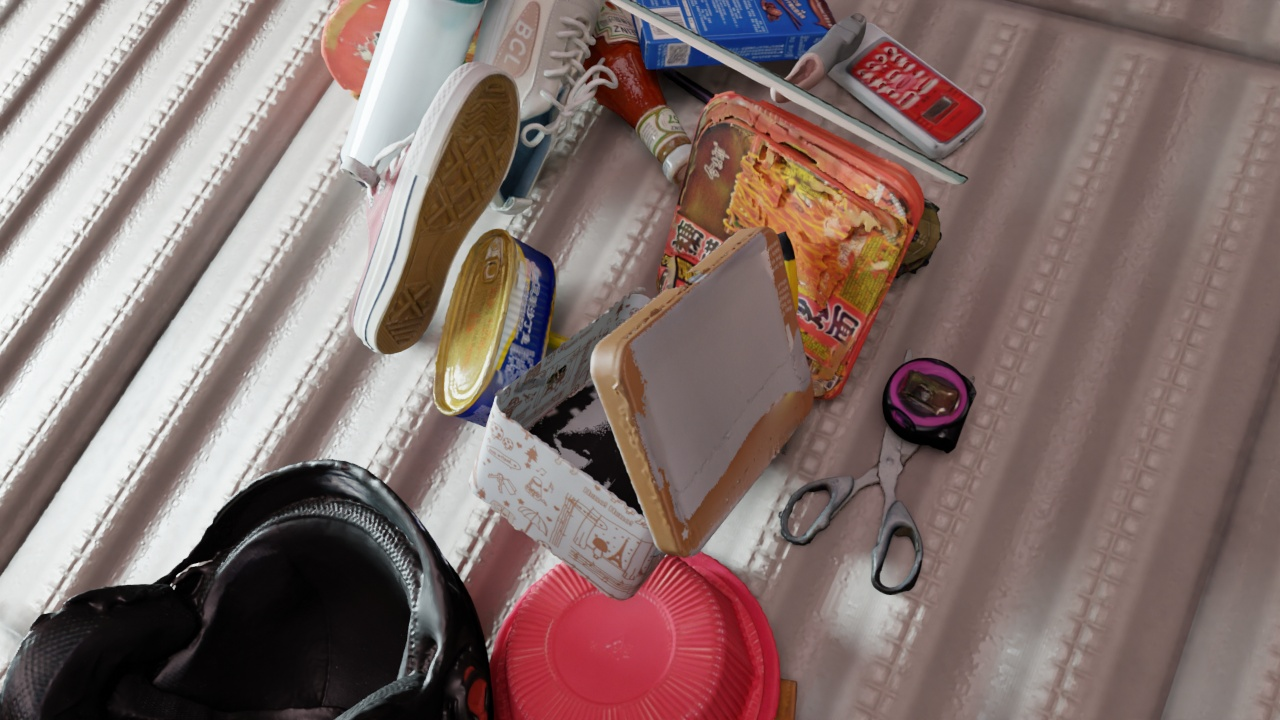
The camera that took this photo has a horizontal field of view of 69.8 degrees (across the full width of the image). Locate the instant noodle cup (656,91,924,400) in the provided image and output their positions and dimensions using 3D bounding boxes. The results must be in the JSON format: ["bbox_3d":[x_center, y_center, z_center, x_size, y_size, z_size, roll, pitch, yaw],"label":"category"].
[{"bbox_3d":[0.103,-0.084,0.635,0.164,0.189,0.078,34,45,20],"label":"instant noodle cup"}]

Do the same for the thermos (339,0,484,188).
[{"bbox_3d":[-0.171,-0.235,0.716,0.073,0.225,0.073,20,42,-19],"label":"thermos"}]

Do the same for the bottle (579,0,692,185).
[{"bbox_3d":[-0.010,-0.228,0.757,0.060,0.060,0.206,-30,66,-1],"label":"bottle"}]

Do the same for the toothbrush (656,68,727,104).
[{"bbox_3d":[0.060,-0.216,0.766,0.014,0.017,0.189,-41,63,-18],"label":"toothbrush"}]

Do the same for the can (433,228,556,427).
[{"bbox_3d":[-0.108,-0.023,0.689,0.075,0.049,0.148,-9,65,42],"label":"can"}]

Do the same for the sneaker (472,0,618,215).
[{"bbox_3d":[-0.074,-0.226,0.714,0.091,0.089,0.243,39,110,29],"label":"sneaker"}]

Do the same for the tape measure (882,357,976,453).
[{"bbox_3d":[0.193,0.027,0.618,0.058,0.039,0.057,24,71,19],"label":"tape measure"}]

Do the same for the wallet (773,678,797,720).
[{"bbox_3d":[0.029,0.254,0.576,0.131,0.035,0.119,4,69,13],"label":"wallet"}]

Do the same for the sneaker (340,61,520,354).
[{"bbox_3d":[-0.173,-0.121,0.692,0.088,0.118,0.242,38,116,19],"label":"sneaker"}]

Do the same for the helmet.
[{"bbox_3d":[-0.198,0.206,0.539,0.234,0.230,0.274,11,67,23],"label":"helmet"}]

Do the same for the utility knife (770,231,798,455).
[{"bbox_3d":[0.091,-0.008,0.619,0.033,0.165,0.015,17,32,38],"label":"utility knife"}]

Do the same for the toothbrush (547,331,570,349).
[{"bbox_3d":[-0.004,0.004,0.691,0.190,0.016,0.016,19,68,18],"label":"toothbrush"}]

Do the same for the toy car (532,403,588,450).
[{"bbox_3d":[-0.036,0.052,0.669,0.091,0.036,0.043,13,71,12],"label":"toy car"}]

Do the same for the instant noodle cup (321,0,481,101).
[{"bbox_3d":[-0.199,-0.297,0.788,0.138,0.138,0.108,-11,59,7],"label":"instant noodle cup"}]

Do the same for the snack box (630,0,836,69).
[{"bbox_3d":[0.074,-0.275,0.745,0.157,0.026,0.084,-6,51,-7],"label":"snack box"}]

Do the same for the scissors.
[{"bbox_3d":[0.168,0.077,0.630,0.159,0.014,0.175,-14,65,4],"label":"scissors"}]

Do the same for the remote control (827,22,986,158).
[{"bbox_3d":[0.207,-0.217,0.729,0.056,0.020,0.136,-40,67,-4],"label":"remote control"}]

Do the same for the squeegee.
[{"bbox_3d":[0.119,-0.204,0.630,0.248,0.040,0.248,31,36,9],"label":"squeegee"}]

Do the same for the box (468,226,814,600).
[{"bbox_3d":[0.017,0.017,0.549,0.153,0.181,0.182,32,40,14],"label":"box"}]

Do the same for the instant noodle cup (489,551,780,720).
[{"bbox_3d":[-0.011,0.187,0.569,0.194,0.066,0.193,-5,53,7],"label":"instant noodle cup"}]

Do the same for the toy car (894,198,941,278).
[{"bbox_3d":[0.146,-0.111,0.691,0.158,0.042,0.070,23,75,22],"label":"toy car"}]
